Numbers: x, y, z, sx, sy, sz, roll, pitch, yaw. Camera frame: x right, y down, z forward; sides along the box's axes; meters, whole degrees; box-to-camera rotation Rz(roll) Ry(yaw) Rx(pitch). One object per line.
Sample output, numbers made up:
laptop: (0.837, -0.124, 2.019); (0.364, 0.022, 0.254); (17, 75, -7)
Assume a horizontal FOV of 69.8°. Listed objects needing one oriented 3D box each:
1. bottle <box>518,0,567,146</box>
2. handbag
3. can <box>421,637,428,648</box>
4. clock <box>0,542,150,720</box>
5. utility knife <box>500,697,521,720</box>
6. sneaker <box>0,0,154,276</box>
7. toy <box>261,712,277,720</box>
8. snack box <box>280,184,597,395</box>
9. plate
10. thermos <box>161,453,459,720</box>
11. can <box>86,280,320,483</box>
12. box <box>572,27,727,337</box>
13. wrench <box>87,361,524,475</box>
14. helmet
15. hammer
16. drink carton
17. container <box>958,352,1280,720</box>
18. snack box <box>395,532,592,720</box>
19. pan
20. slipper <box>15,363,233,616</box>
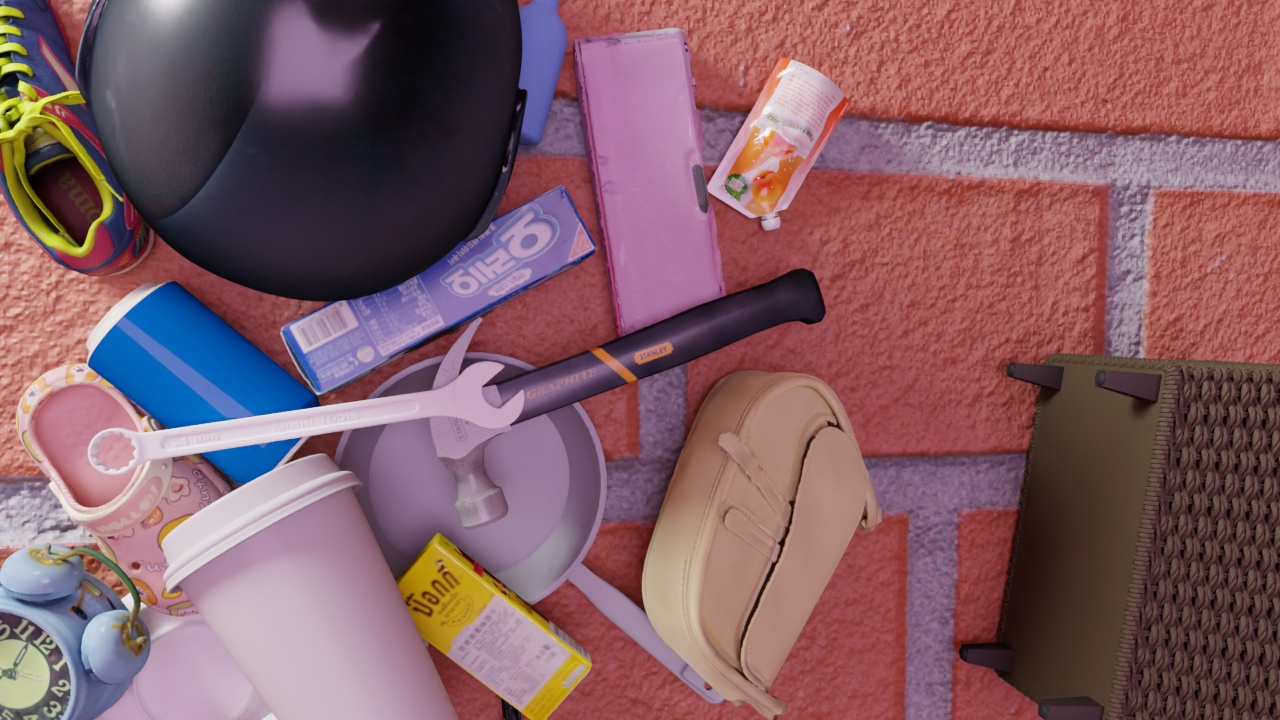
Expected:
bottle: (-0.080, -0.229, 0.679); (0.048, 0.048, 0.131); (15, 90, -12)
handbag: (0.095, 0.131, 0.693); (0.191, 0.089, 0.232); (41, 68, -18)
can: (-0.208, 0.202, 0.673); (0.101, 0.053, 0.053); (15, 90, -16)
clock: (-0.397, 0.189, 0.617); (0.118, 0.060, 0.162); (42, 98, -3)
utility knife: (-0.099, 0.294, 0.718); (0.020, 0.029, 0.213); (-8, 94, -17)
sneaker: (-0.396, -0.171, 0.594); (0.116, 0.091, 0.242); (-27, 98, -7)
toy: (-0.252, 0.310, 0.653); (0.179, 0.101, 0.139); (-16, 108, -2)
snack box: (-0.144, -0.051, 0.672); (0.226, 0.059, 0.059); (-30, 95, -9)
plate: (-0.324, 0.232, 0.672); (0.157, 0.014, 0.157); (-1, 93, -11)
thermos: (-0.197, 0.183, 0.588); (0.131, 0.131, 0.222); (-31, 87, -9)
can: (-0.296, 0.017, 0.632); (0.146, 0.079, 0.079); (42, 84, -11)
box: (0.008, -0.134, 0.709); (0.098, 0.037, 0.233); (-9, 95, -12)
wrench: (-0.213, 0.040, 0.605); (0.273, 0.009, 0.047); (-8, 91, -14)
helmet: (-0.182, -0.192, 0.554); (0.249, 0.236, 0.316); (20, 86, -22)
hammer: (-0.004, 0.004, 0.679); (0.312, 0.035, 0.139); (-20, 95, -13)
drink carton: (0.110, -0.170, 0.733); (0.069, 0.039, 0.122); (30, 93, -11)
container: (0.404, 0.147, 0.742); (0.205, 0.176, 0.321); (9, 91, -9)
snack box: (-0.110, 0.195, 0.666); (0.149, 0.025, 0.061); (41, 91, -10)
pan: (-0.069, 0.145, 0.702); (0.356, 0.051, 0.200); (42, 85, -11)
slipper: (-0.344, 0.086, 0.623); (0.093, 0.082, 0.197); (-36, 96, -17)
